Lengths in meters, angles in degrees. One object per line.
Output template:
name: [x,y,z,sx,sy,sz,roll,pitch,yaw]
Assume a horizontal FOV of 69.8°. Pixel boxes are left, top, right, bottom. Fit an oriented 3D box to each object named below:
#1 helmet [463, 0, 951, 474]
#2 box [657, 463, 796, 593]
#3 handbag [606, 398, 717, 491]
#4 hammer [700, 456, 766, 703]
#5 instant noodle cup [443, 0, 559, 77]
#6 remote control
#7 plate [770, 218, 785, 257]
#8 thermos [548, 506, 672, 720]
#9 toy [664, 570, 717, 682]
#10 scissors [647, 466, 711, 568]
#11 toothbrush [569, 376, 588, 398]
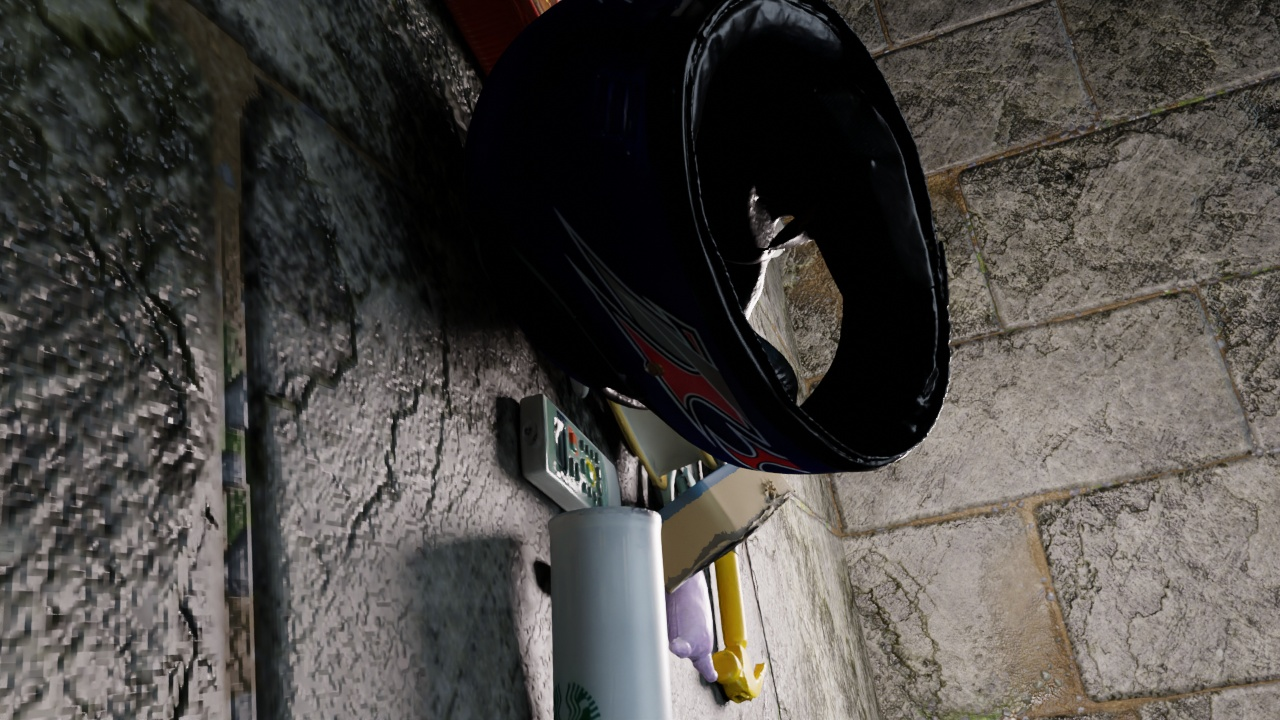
helmet: [0.028,-0.076,0.575,0.246,0.241,0.315,-44,116,-30]
box: [0.060,0.127,0.755,0.061,0.090,0.184,54,22,12]
handbag: [-0.005,0.005,0.787,0.178,0.063,0.163,-110,177,-56]
hammer: [0.090,0.208,0.972,0.129,0.033,0.300,58,23,-51]
instant noodle cup: [-0.089,-0.274,0.668,0.189,0.079,0.164,61,20,-48]
remote control: [-0.044,0.074,0.615,0.135,0.019,0.056,54,25,-55]
plate: [0.060,-0.210,1.035,0.265,0.034,0.162,47,-9,11]
thermos: [-0.017,0.195,0.492,0.073,0.073,0.224,49,34,-61]
toy: [0.040,0.206,0.764,0.084,0.039,0.107,55,19,-44]
scissors: [0.035,0.129,0.869,0.178,0.019,0.170,-30,106,-74]
toothbrush: [-0.054,-0.057,0.717,0.018,0.016,0.191,70,11,-64]
